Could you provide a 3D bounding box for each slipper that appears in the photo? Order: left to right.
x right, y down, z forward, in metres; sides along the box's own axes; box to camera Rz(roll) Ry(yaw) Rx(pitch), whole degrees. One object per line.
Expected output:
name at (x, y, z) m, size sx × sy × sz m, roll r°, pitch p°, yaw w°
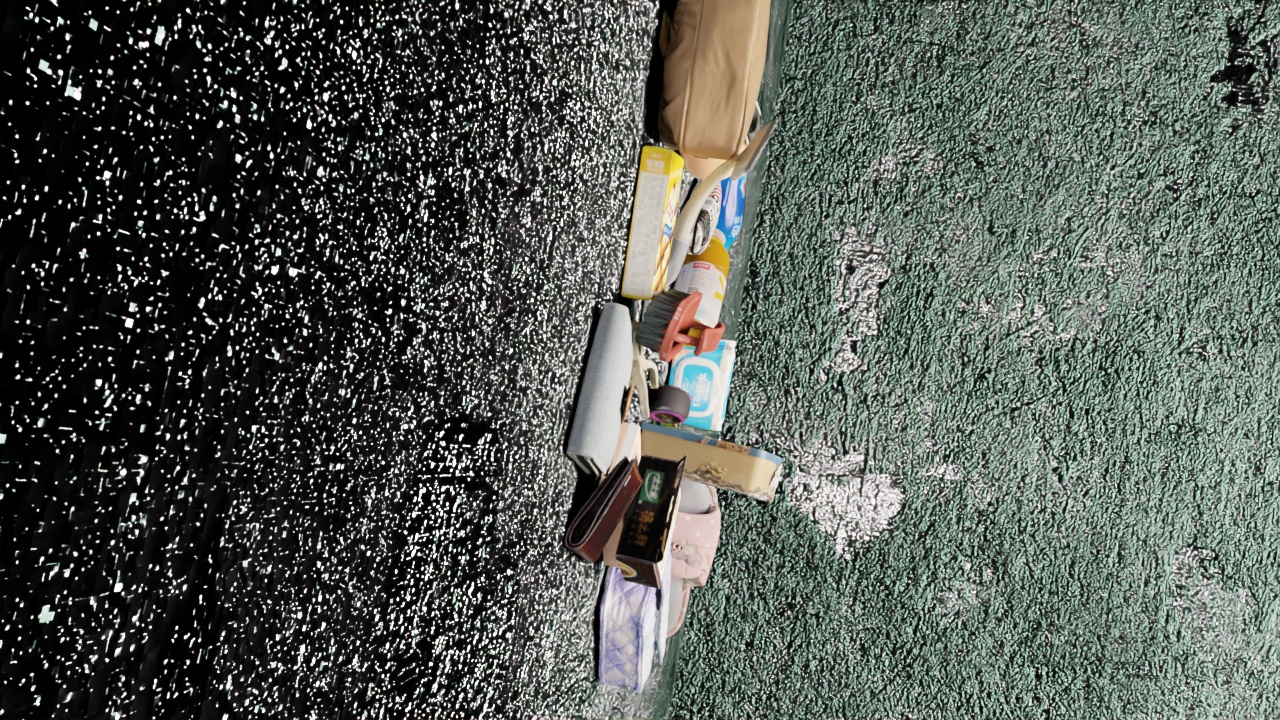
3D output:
slipper at (0.039, 0.272, 1.243) m, size 0.054 × 0.114 × 0.275 m, roll -92°, pitch -166°, yaw -67°

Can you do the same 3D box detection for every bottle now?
bottle at (0.081, -0.103, 1.230) m, size 0.068 × 0.068 × 0.189 m, roll 89°, pitch 13°, yaw -50°
bottle at (0.124, -0.238, 1.385) m, size 0.065 × 0.065 × 0.219 m, roll -58°, pitch 157°, yaw -69°

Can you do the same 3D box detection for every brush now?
brush at (0.041, -0.030, 0.860) m, size 0.145 × 0.069 × 0.063 m, roll -36°, pitch 147°, yaw -78°

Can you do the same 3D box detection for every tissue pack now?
tissue pack at (0.084, 0.032, 1.333) m, size 0.063 × 0.090 × 0.140 m, roll -34°, pitch 133°, yaw -79°

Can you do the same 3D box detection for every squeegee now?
squeegee at (0.052, -0.131, 0.951) m, size 0.247 × 0.039 × 0.245 m, roll -59°, pitch -179°, yaw 28°

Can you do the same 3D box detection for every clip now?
clip at (-0.004, 0.003, 0.921) m, size 0.092 × 0.035 × 0.103 m, roll -48°, pitch 139°, yaw -67°

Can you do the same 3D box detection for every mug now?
mug at (0.074, -0.259, 1.007) m, size 0.123 × 0.078 × 0.078 m, roll 54°, pitch 46°, yaw -72°

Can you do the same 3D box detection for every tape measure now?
tape measure at (0.034, 0.053, 1.135) m, size 0.058 × 0.057 × 0.039 m, roll 138°, pitch -34°, yaw -66°

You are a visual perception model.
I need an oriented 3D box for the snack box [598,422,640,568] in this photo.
snack box at (-0.020, 0.147, 0.986) m, size 0.157 × 0.026 × 0.084 m, roll 90°, pitch 13°, yaw -47°

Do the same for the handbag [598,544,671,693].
handbag at (-0.003, 0.305, 1.111) m, size 0.133 × 0.075 × 0.194 m, roll -72°, pitch 169°, yaw -45°

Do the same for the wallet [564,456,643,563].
wallet at (-0.031, 0.139, 0.844) m, size 0.096 × 0.020 × 0.122 m, roll -54°, pitch 167°, yaw -11°

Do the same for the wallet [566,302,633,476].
wallet at (-0.026, 0.029, 0.783) m, size 0.106 × 0.037 × 0.129 m, roll 70°, pitch 31°, yaw -72°

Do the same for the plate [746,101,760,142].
plate at (0.107, -0.327, 1.032) m, size 0.179 × 0.024 × 0.179 m, roll -18°, pitch 89°, yaw -79°

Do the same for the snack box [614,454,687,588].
snack box at (0.014, 0.166, 0.957) m, size 0.126 × 0.053 × 0.113 m, roll 80°, pitch 22°, yaw -62°

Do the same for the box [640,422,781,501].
box at (0.076, 0.123, 1.126) m, size 0.089 × 0.184 × 0.059 m, roll 31°, pitch 74°, yaw -65°

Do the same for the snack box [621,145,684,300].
snack box at (0.012, -0.129, 0.877) m, size 0.086 × 0.034 × 0.140 m, roll -35°, pitch 133°, yaw -79°

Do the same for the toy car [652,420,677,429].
toy car at (0.034, 0.100, 1.256) m, size 0.043 × 0.036 × 0.091 m, roll -67°, pitch 164°, yaw -60°

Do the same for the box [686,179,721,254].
box at (0.088, -0.197, 1.229) m, size 0.163 × 0.057 × 0.071 m, roll -69°, pitch 149°, yaw -52°

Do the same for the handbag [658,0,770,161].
handbag at (0.068, -0.290, 0.866) m, size 0.148 × 0.100 × 0.204 m, roll 86°, pitch 14°, yaw -86°
